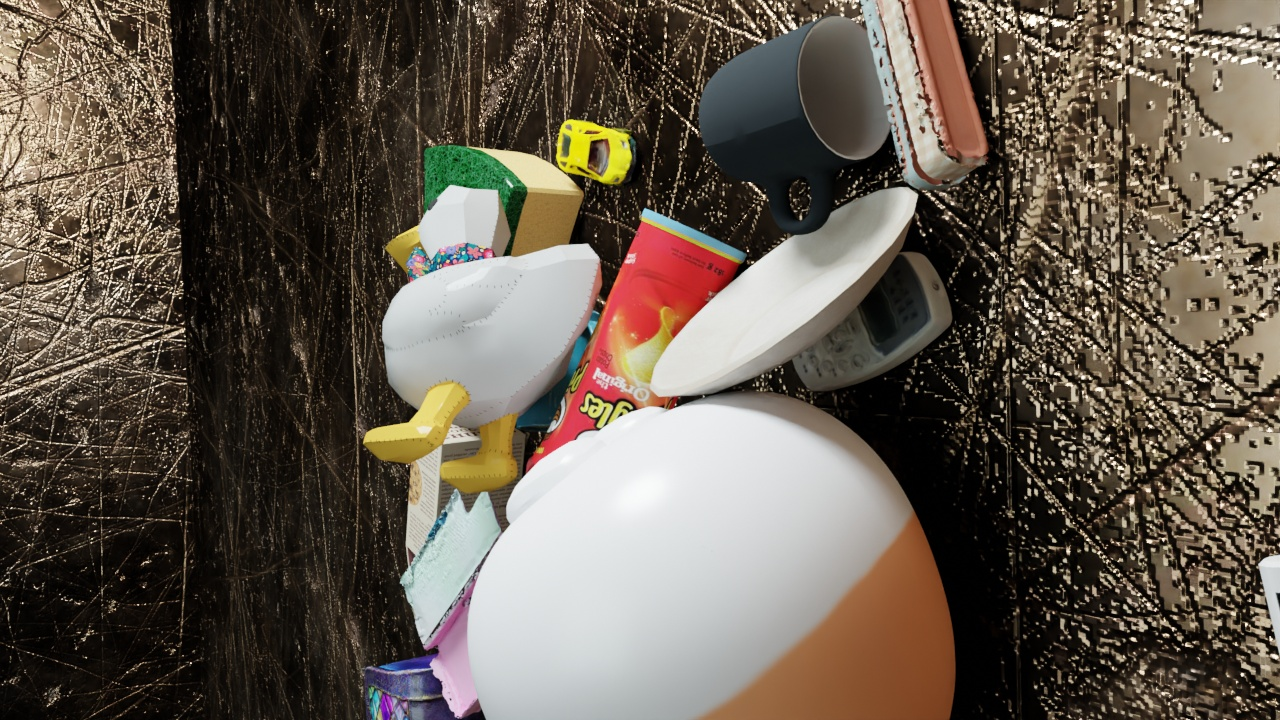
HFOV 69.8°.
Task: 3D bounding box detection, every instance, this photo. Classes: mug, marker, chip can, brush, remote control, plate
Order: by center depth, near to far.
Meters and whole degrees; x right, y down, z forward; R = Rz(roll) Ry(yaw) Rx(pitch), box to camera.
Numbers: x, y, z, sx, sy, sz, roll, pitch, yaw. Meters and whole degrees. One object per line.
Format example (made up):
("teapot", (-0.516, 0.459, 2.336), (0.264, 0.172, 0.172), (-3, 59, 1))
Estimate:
("marker", (0.287, 0.146, 0.383), (0.025, 0.025, 0.126), (-18, 78, 53))
("plate", (0.087, -0.034, 0.544), (0.027, 0.188, 0.189), (50, 143, -11))
("remote control", (0.139, -0.020, 0.569), (0.115, 0.028, 0.060), (-37, 64, 48))
("mug", (0.096, -0.139, 0.574), (0.095, 0.085, 0.121), (-2, 97, 55))
("chip can", (-0.004, 0.004, 0.672), (0.087, 0.087, 0.213), (33, 102, 48))
("mug", (-0.057, 0.007, 0.790), (0.112, 0.084, 0.104), (-15, 72, 60))
("brush", (-0.155, -0.083, 0.923), (0.195, 0.075, 0.250), (31, 117, 48))

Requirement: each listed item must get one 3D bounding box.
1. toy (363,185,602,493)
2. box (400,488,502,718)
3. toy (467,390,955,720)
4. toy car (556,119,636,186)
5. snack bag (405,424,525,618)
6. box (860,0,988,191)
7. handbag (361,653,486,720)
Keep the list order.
("toy", (-0.128, -0.037, 0.728), (0.247, 0.141, 0.267), (-15, 58, 36))
("box", (-0.159, 0.218, 0.858), (0.159, 0.035, 0.231), (55, 132, 23))
("toy", (0.044, 0.160, 0.523), (0.267, 0.262, 0.280), (-40, 80, 34))
("toy car", (-0.040, -0.182, 0.799), (0.107, 0.030, 0.049), (26, 112, 48))
("snack bag", (-0.188, 0.170, 0.971), (0.070, 0.094, 0.206), (23, 111, 51))
("box", (0.157, -0.189, 0.517), (0.058, 0.053, 0.186), (-14, 80, 12))
("handbag", (-0.206, 0.417, 0.989), (0.223, 0.125, 0.204), (-12, 82, 56))
